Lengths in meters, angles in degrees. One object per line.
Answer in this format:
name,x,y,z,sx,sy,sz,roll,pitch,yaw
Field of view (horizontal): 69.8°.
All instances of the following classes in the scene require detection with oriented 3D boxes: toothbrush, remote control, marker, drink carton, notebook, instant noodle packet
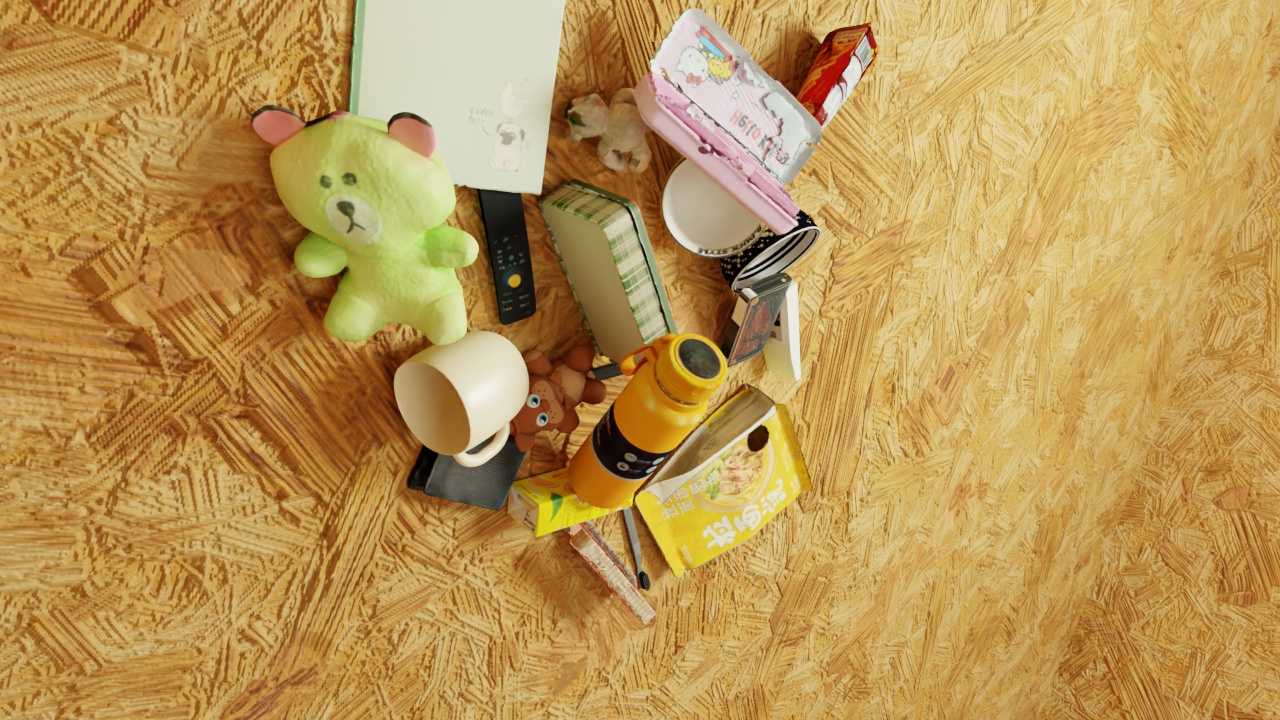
toothbrush,-0.009,0.222,1.132,0.012,0.013,0.167,-32,125,-30
remote control,0.173,-0.041,1.156,0.024,0.050,0.143,-30,127,-32
remote control,-0.126,-0.105,0.865,0.041,0.020,0.152,-23,124,-28
marker,-0.006,0.006,1.031,0.123,0.017,0.021,-15,117,-37
drink carton,-0.073,0.148,1.002,0.134,0.058,0.043,-11,118,-41
notebook,-0.148,-0.271,0.760,0.181,0.010,0.253,-1,109,-33
instant noodle packet,0.103,0.162,1.171,0.221,0.084,0.163,-38,129,-17

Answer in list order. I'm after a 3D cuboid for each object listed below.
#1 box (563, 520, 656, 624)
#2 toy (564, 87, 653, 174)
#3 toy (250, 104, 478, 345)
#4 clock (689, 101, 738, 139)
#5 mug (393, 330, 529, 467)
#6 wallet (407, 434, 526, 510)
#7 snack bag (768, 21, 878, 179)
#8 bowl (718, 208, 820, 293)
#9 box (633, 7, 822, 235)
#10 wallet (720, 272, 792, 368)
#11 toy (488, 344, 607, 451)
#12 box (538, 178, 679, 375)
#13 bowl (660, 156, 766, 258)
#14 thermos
box,-0.037,0.242,1.072,0.041,0.082,0.187,-40,134,-10
toy,-0.031,-0.221,0.879,0.105,0.074,0.085,4,118,-40
toy,-0.206,-0.111,0.728,0.150,0.107,0.197,0,117,2
clock,0.104,-0.255,0.965,0.140,0.093,0.055,-6,119,-40
mug,-0.152,0.034,0.843,0.099,0.096,0.120,-35,116,-46
wallet,-0.165,0.100,0.916,0.115,0.026,0.089,22,91,-47
snack bag,0.198,-0.274,1.039,0.207,0.066,0.139,-62,179,-8
bowl,0.138,-0.140,1.055,0.120,0.066,0.120,-30,165,-9
box,0.082,-0.219,0.879,0.201,0.077,0.146,34,58,-30
wallet,0.137,-0.048,1.106,0.072,0.019,0.123,-22,146,-30
toy,-0.098,0.040,0.919,0.127,0.065,0.095,-36,107,-36
box,-0.023,-0.074,0.909,0.051,0.118,0.206,-39,129,-22
bowl,0.080,-0.174,0.981,0.117,0.067,0.117,1,112,2
thermos,-0.002,0.058,0.902,0.233,0.091,0.076,-53,-174,47
